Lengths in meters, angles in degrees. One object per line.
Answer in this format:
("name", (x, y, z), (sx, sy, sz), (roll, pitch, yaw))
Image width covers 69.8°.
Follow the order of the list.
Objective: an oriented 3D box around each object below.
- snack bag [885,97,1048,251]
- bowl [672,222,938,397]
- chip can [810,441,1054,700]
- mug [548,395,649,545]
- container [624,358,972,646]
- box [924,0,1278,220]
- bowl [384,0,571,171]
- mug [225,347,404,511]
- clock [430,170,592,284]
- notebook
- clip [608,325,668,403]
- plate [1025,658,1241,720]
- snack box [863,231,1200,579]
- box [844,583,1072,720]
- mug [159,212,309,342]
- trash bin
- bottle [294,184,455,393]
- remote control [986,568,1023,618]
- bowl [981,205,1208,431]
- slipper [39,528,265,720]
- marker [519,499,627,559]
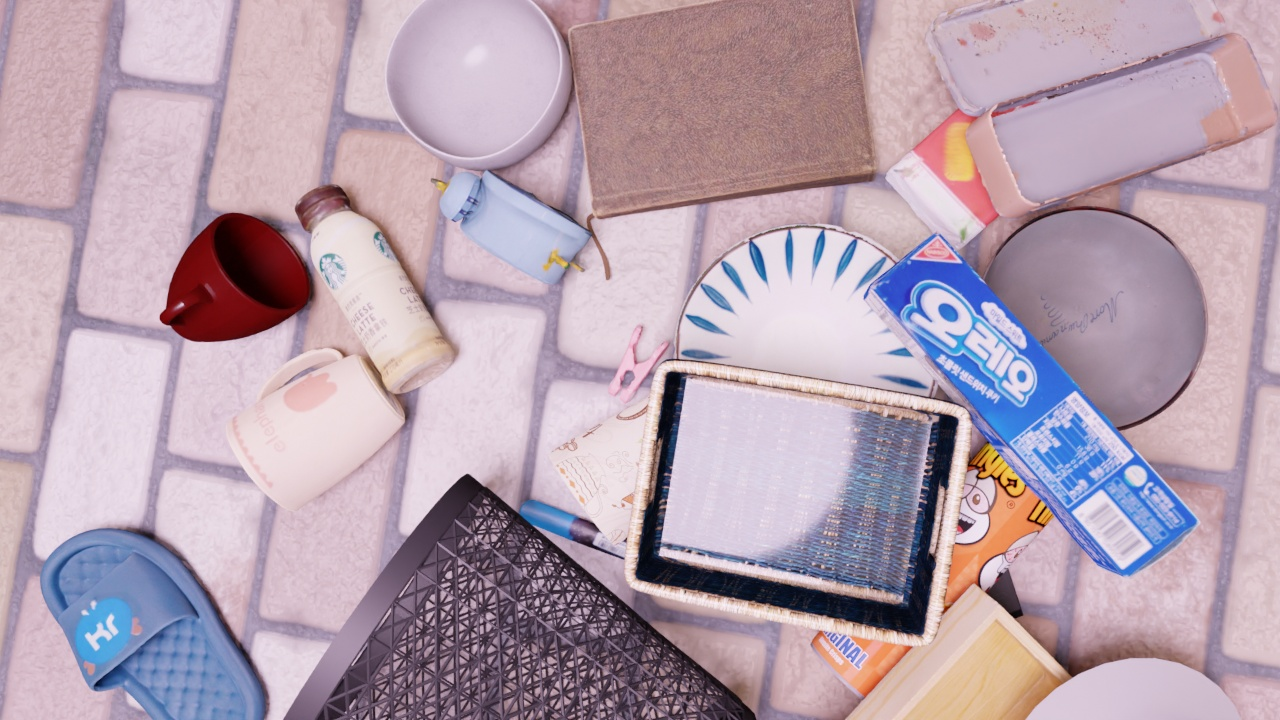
("snack bag", (0.243, -0.144, 0.654), (0.116, 0.036, 0.077), (-42, 84, 3))
("bowl", (0.113, -0.002, 0.644), (0.177, 0.071, 0.177), (0, 87, 6))
("chip can", (0.207, 0.134, 0.618), (0.062, 0.062, 0.210), (41, 92, 7))
("mug", (0.009, 0.086, 0.659), (0.097, 0.081, 0.122), (-36, 103, -4))
("container", (0.094, 0.082, 0.569), (0.187, 0.071, 0.145), (9, 92, 9))
("box", (0.312, -0.193, 0.620), (0.216, 0.043, 0.148), (-20, 89, -12))
("bowl", (-0.115, -0.205, 0.683), (0.132, 0.064, 0.131), (0, 87, 8))
("mug", (-0.241, 0.039, 0.685), (0.104, 0.085, 0.111), (-33, 55, -6))
("clock", (-0.096, -0.102, 0.665), (0.124, 0.088, 0.052), (32, 97, 5))
("notebook", (0.060, -0.170, 0.677), (0.215, 0.034, 0.190), (-6, 87, 6))
("clip", (-0.007, 0.002, 0.683), (0.035, 0.022, 0.058), (31, 93, 3))
("plate", (0.305, 0.270, 0.566), (0.172, 0.019, 0.173), (-1, 98, -7))
("snack box", (0.232, 0.026, 0.562), (0.059, 0.059, 0.226), (-41, 81, 5))
("box", (0.214, 0.309, 0.606), (0.261, 0.096, 0.247), (42, 90, -17))
("mug", (-0.318, -0.047, 0.682), (0.089, 0.113, 0.087), (-30, 101, 21))
("trash bin", (-0.071, 0.231, 0.594), (0.243, 0.217, 0.217), (33, 91, 0))
("bottle", (-0.203, -0.056, 0.690), (0.056, 0.056, 0.162), (-33, 84, 4))
("remote control", (0.236, 0.128, 0.654), (0.039, 0.010, 0.124), (-22, 85, 5))
("bowl", (0.299, -0.026, 0.631), (0.151, 0.056, 0.150), (0, 88, 7))
("slipper", (-0.371, 0.214, 0.696), (0.213, 0.059, 0.104), (44, 90, 5))
("marker", (-0.032, 0.132, 0.683), (0.123, 0.015, 0.018), (21, 92, 4))
